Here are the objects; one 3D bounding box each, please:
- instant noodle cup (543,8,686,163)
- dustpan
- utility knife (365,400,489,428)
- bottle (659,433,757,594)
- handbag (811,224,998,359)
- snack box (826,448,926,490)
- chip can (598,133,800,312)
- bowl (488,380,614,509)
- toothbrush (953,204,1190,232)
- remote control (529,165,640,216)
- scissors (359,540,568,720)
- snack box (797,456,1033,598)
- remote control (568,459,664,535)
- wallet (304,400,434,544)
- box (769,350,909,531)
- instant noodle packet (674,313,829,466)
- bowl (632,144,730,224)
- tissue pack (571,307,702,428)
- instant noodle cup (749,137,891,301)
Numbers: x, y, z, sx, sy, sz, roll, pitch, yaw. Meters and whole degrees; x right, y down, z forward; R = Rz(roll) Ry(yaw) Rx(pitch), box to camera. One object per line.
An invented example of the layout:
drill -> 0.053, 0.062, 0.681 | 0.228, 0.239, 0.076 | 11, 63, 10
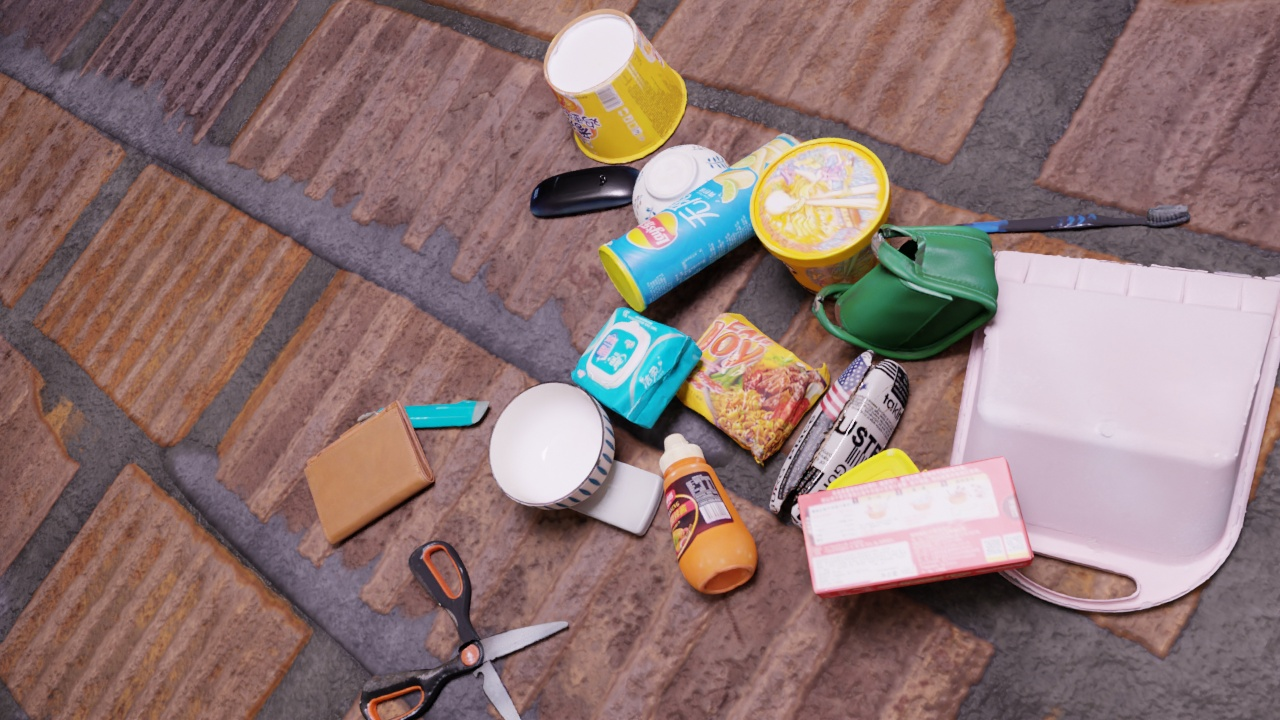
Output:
instant noodle cup -> -0.033, -0.300, 0.991 | 0.138, 0.110, 0.137 | -10, 65, 21
dustpan -> 0.362, 0.049, 0.729 | 0.223, 0.139, 0.272 | 13, 46, 29
utility knife -> -0.232, 0.059, 0.983 | 0.166, 0.013, 0.029 | -4, 66, 26
bottle -> 0.051, 0.127, 0.805 | 0.067, 0.067, 0.149 | -28, 53, 10
handbag -> 0.220, -0.059, 0.757 | 0.120, 0.132, 0.067 | 13, 66, -14
snack box -> 0.202, 0.127, 0.723 | 0.082, 0.080, 0.091 | -33, 59, 9
chip can -> 0.066, -0.131, 0.868 | 0.210, 0.071, 0.071 | -34, 58, -8
bowl -> -0.074, 0.083, 0.844 | 0.117, 0.066, 0.116 | -9, 65, 20
toothbrush -> 0.367, -0.121, 0.794 | 0.190, 0.016, 0.014 | 0, 61, 25
remote control -> -0.064, -0.188, 1.007 | 0.137, 0.024, 0.053 | -5, 66, 22
scissors -> -0.176, 0.273, 0.862 | 0.221, 0.021, 0.233 | -38, 58, 5
snack box -> 0.196, 0.122, 0.665 | 0.153, 0.025, 0.075 | -14, 63, 17
remote control -> -0.050, 0.117, 0.873 | 0.150, 0.021, 0.058 | 17, 76, 28
wallet -> -0.291, 0.116, 0.971 | 0.132, 0.031, 0.107 | -33, 66, 9
box -> 0.157, 0.062, 0.781 | 0.082, 0.075, 0.163 | 30, 85, 42
instant noodle packet -> 0.094, 0.019, 0.839 | 0.128, 0.044, 0.110 | 36, 82, 32
bowl -> 0.039, -0.174, 0.934 | 0.114, 0.062, 0.113 | -9, 67, 21
tissue pack -> -0.005, 0.005, 0.855 | 0.093, 0.050, 0.133 | -54, 28, -4
instant noodle cup -> 0.170, -0.118, 0.821 | 0.119, 0.114, 0.118 | -9, 66, 20
